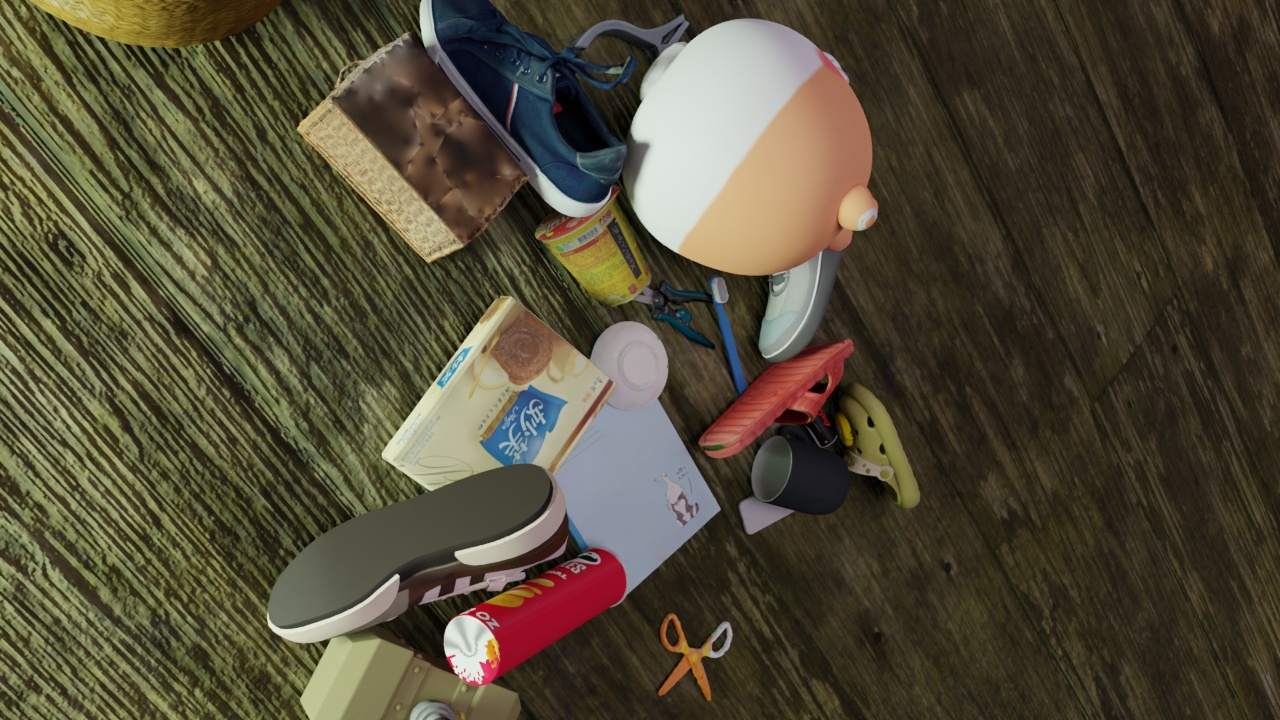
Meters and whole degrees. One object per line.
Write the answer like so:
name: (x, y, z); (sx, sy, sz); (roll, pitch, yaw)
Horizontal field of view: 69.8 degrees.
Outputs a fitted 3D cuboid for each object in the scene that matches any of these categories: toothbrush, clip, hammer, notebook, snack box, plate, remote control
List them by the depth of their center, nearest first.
hammer: (-0.161, 0.335, 0.795); (0.190, 0.326, 0.100); (33, 73, -26)
snack box: (-0.143, 0.059, 0.957); (0.153, 0.055, 0.207); (40, 76, -22)
plate: (-0.006, 0.006, 1.055); (0.104, 0.026, 0.104); (2, 87, -32)
notebook: (-0.026, 0.127, 1.061); (0.180, 0.009, 0.253); (-37, 107, -26)
clip: (-0.021, -0.354, 1.062); (0.164, 0.031, 0.168); (20, 79, -30)
toothbrush: (0.111, -0.025, 1.128); (0.016, 0.014, 0.167); (-30, 113, -36)
remote control: (0.187, 0.177, 1.186); (0.146, 0.008, 0.045); (-21, 100, -29)

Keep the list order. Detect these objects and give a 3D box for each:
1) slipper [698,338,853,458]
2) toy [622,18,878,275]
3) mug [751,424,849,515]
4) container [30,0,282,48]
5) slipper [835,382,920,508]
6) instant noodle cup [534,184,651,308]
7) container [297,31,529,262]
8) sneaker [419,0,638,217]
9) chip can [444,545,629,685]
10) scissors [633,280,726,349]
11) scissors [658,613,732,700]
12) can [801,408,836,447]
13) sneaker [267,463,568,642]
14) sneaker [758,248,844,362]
slipper: (0.174, 0.054, 1.124); (0.248, 0.104, 0.059); (-37, 107, -26)
toy: (0.122, -0.219, 0.983); (0.281, 0.263, 0.265); (37, 88, 3)
mug: (0.199, 0.132, 1.152); (0.094, 0.085, 0.121); (18, 43, -24)
container: (-0.401, -0.416, 0.743); (0.306, 0.197, 0.307); (0, 90, -29)
slipper: (0.304, 0.121, 1.223); (0.081, 0.091, 0.190); (-27, 101, 4)
instant noodle cup: (-0.046, -0.120, 1.012); (0.100, 0.100, 0.112); (-47, 122, -23)
container: (-0.217, -0.204, 0.895); (0.198, 0.113, 0.113); (48, 67, -22)
sneaker: (-0.107, -0.293, 0.914); (0.120, 0.128, 0.294); (-30, 78, -41)
chip can: (-0.098, 0.252, 0.927); (0.220, 0.069, 0.069); (-12, 96, -58)
scissors: (0.049, -0.063, 1.102); (0.118, 0.019, 0.151); (-43, 110, -25)
scissors: (0.066, 0.355, 1.110); (0.130, 0.011, 0.125); (-26, 101, -28)
can: (0.223, 0.074, 1.195); (0.031, 0.032, 0.080); (-45, 110, -23)
sneaker: (-0.202, 0.202, 0.885); (0.293, 0.111, 0.116); (-25, 131, -5)
sneaker: (0.166, -0.137, 1.141); (0.160, 0.093, 0.256); (27, 77, -19)
